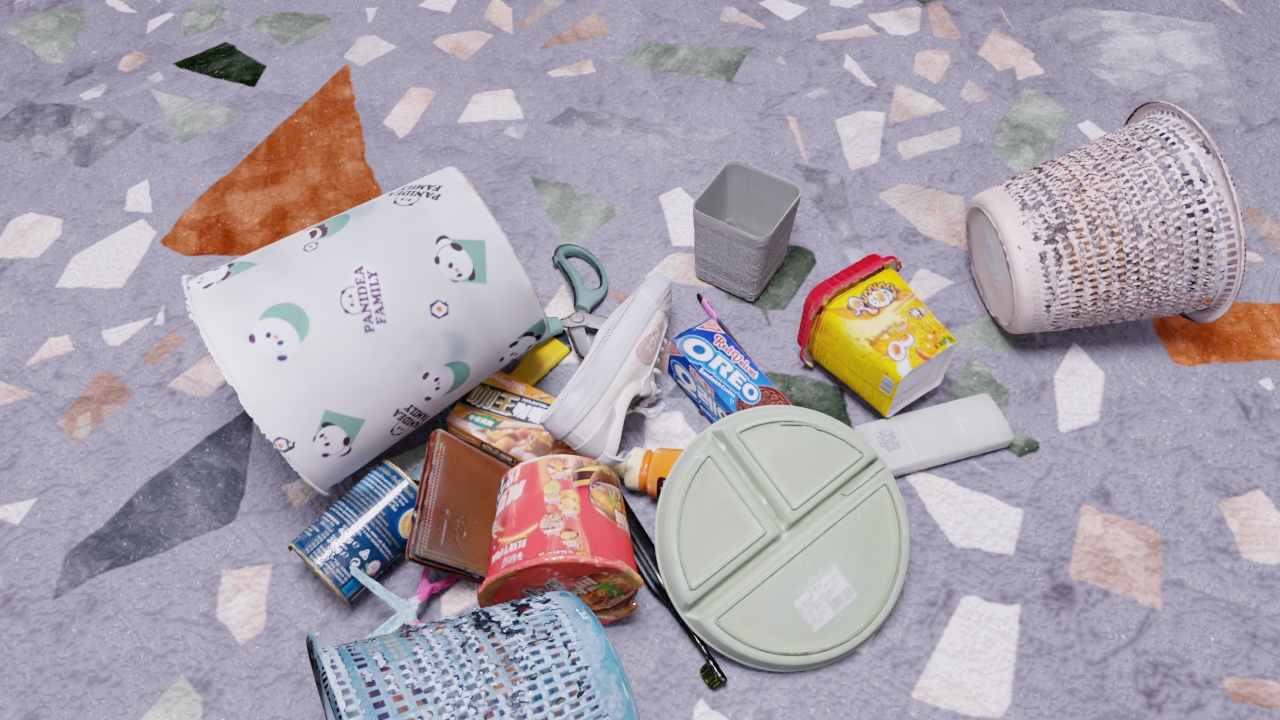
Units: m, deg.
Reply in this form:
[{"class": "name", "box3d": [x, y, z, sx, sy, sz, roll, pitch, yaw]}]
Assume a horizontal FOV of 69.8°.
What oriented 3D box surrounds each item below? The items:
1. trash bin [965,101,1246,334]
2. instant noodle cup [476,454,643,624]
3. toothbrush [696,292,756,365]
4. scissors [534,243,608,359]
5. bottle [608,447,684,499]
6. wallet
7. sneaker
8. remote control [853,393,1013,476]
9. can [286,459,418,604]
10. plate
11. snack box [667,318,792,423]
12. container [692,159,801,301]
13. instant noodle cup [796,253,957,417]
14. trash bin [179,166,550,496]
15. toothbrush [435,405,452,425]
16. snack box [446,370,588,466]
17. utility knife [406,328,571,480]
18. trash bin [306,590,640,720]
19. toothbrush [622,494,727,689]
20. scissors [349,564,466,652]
[{"class": "trash bin", "box3d": [0.447, -0.122, 0.925, 0.192, 0.228, 0.227, -16, 56, 5]}, {"class": "instant noodle cup", "box3d": [-0.070, 0.153, 0.782, 0.138, 0.138, 0.108, -4, 52, -2]}, {"class": "toothbrush", "box3d": [0.109, -0.006, 0.960, 0.017, 0.014, 0.189, -18, 56, -23]}, {"class": "scissors", "box3d": [-0.102, -0.068, 0.991, 0.175, 0.019, 0.169, 2, 48, -6]}, {"class": "bottle", "box3d": [0.041, 0.110, 0.856, 0.150, 0.067, 0.066, 9, 56, 16]}, {"class": "wallet", "box3d": [-0.155, 0.134, 0.822, 0.032, 0.101, 0.124, -28, 45, 37]}, {"class": "sneaker", "box3d": [-0.005, 0.005, 0.893, 0.090, 0.090, 0.241, 40, 45, -11]}, {"class": "remote control", "box3d": [0.283, 0.075, 0.894, 0.150, 0.021, 0.058, -13, 55, -7]}, {"class": "can", "box3d": [-0.247, 0.153, 0.822, 0.075, 0.075, 0.111, 35, 64, 23]}, {"class": "plate", "box3d": [0.127, 0.150, 0.790, 0.230, 0.027, 0.230, 1, 78, -6]}, {"class": "snack box", "box3d": [0.106, 0.051, 0.894, 0.057, 0.058, 0.207, -28, 59, -20]}, {"class": "container", "box3d": [0.110, -0.135, 0.986, 0.090, 0.114, 0.090, 28, 60, 19]}, {"class": "instant noodle cup", "box3d": [0.234, -0.021, 0.903, 0.116, 0.116, 0.123, -29, 59, -18]}, {"class": "trash bin", "box3d": [-0.236, -0.038, 0.842, 0.251, 0.230, 0.229, -31, 60, -11]}, {"class": "toothbrush", "box3d": [-0.238, -0.016, 0.968, 0.026, 0.027, 0.221, -1, 47, -41]}, {"class": "snack box", "box3d": [-0.104, 0.069, 0.894, 0.154, 0.026, 0.075, 26, 59, 8]}, {"class": "utility knife", "box3d": [-0.149, 0.044, 0.929, 0.033, 0.015, 0.230, 33, 60, 22]}, {"class": "trash bin", "box3d": [-0.114, 0.273, 0.671, 0.194, 0.227, 0.226, -16, 56, -25]}, {"class": "toothbrush", "box3d": [0.016, 0.195, 0.818, 0.027, 0.026, 0.212, -42, 60, 14]}, {"class": "scissors", "box3d": [-0.193, 0.214, 0.788, 0.133, 0.017, 0.135, 41, 41, -7]}]
